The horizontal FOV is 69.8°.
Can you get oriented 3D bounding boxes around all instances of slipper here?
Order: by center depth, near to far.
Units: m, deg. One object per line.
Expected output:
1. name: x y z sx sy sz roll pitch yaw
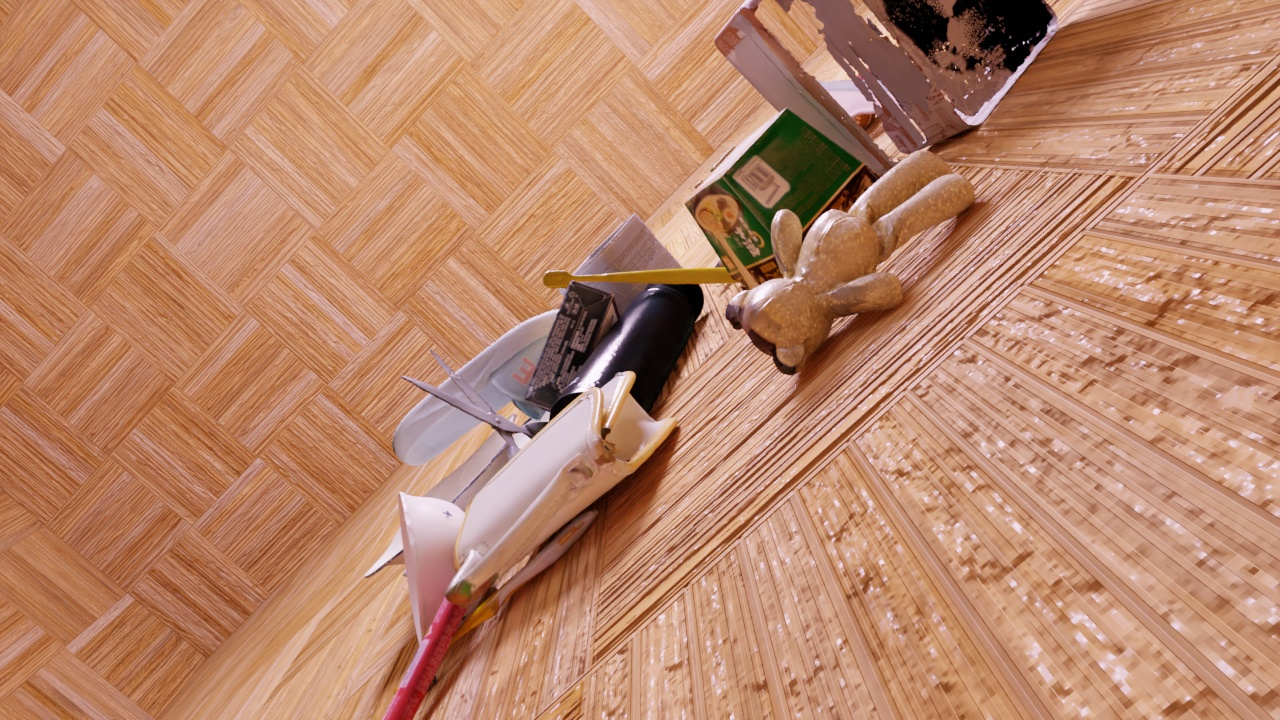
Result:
1. slipper: -0.134 0.033 0.916 0.245 0.074 0.104 -36 -16 -8

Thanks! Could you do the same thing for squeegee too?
1. squeegee: 0.152 -0.173 0.925 0.249 0.040 0.248 -53 29 -1

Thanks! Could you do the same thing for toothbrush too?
1. toothbrush: -0.098 0.170 0.633 0.191 0.018 0.016 -43 11 2
2. toothbrush: 0.006 -0.075 0.841 0.017 0.190 0.015 105 163 -80

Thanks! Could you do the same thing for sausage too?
1. sausage: -0.146 0.208 0.598 0.020 0.020 0.155 -36 22 46

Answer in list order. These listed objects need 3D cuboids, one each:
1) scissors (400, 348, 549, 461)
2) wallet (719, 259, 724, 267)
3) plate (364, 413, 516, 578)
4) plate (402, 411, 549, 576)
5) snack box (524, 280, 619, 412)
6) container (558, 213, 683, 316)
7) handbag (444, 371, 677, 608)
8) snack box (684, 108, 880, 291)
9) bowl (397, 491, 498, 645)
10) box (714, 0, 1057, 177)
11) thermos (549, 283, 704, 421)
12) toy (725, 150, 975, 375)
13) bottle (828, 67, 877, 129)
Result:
1. scissors: -0.116 0.057 0.776 0.014 0.175 0.159 -51 48 31
2. wallet: 0.129 -0.138 0.853 0.101 0.020 0.115 -16 42 56
3. plate: -0.167 0.128 0.828 0.164 0.034 0.164 -42 10 14
4. plate: -0.135 0.124 0.931 0.264 0.034 0.162 -51 11 -33
5. snack box: -0.055 -0.002 0.847 0.126 0.053 0.113 79 -148 -82
6. container: -0.006 -0.075 0.972 0.090 0.114 0.090 -37 13 44
7. handbag: -0.067 0.091 0.620 0.164 0.063 0.178 -42 2 26
8. snack box: 0.105 -0.118 0.695 0.118 0.105 0.118 -49 10 -17
9. bowl: -0.145 0.155 0.702 0.064 0.118 0.118 -7 -3 -19
10. box: 0.174 -0.245 0.723 0.156 0.183 0.193 -47 12 -15
11. thermos: -0.005 0.005 0.807 0.090 0.068 0.241 -68 -7 33
12. toy: 0.123 -0.060 0.532 0.157 0.066 0.105 -42 51 1
13. bottle: 0.203 -0.256 1.010 0.175 0.057 0.057 -35 14 48
